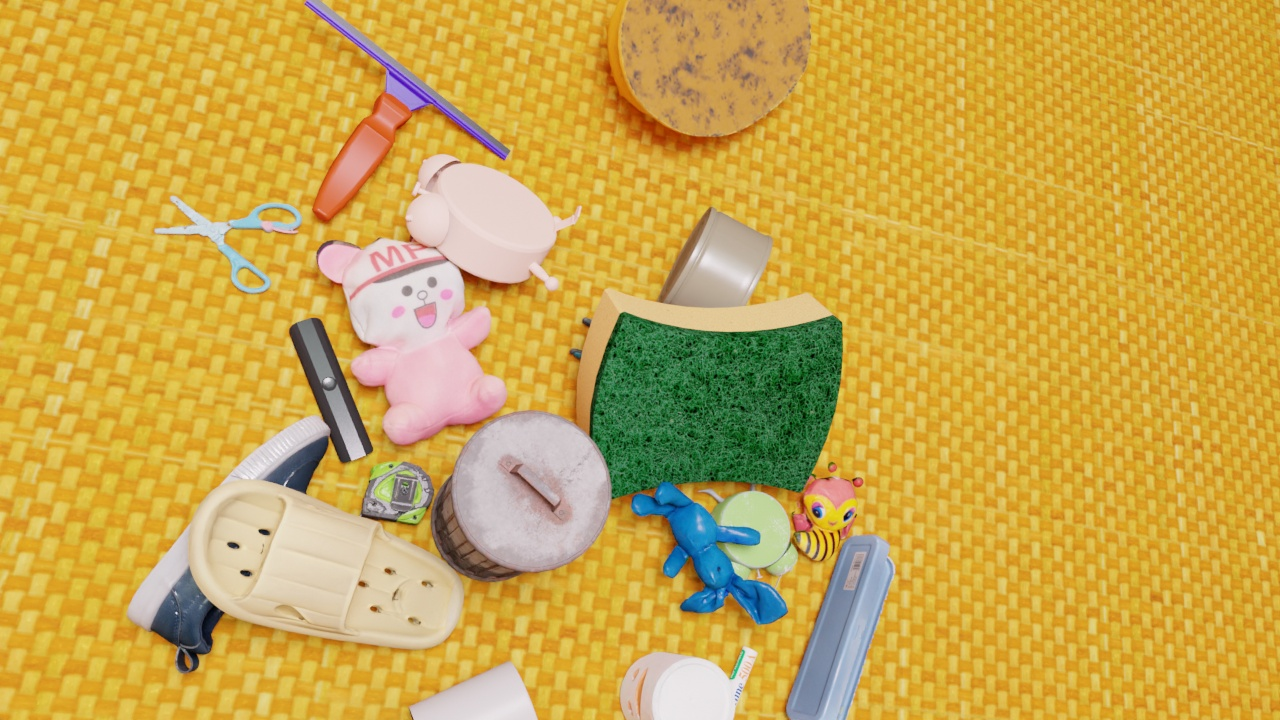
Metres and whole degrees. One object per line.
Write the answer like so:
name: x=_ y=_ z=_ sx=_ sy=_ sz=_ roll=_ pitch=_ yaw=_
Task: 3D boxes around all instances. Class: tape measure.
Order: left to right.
tape measure: x=-0.231 y=0.126 z=0.877 sx=0.065 sy=0.036 sz=0.058 roll=8 pitch=72 yaw=-14

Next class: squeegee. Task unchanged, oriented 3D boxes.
squeegee: x=-0.282 y=-0.221 z=0.948 sx=0.249 sy=0.055 sz=0.184 roll=36 pitch=67 yaw=-24

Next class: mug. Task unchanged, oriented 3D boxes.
mug: x=-0.145 y=0.343 z=0.829 sx=0.096 sy=0.079 sz=0.112 roll=-19 pitch=110 yaw=-21
mug: x=0.033 y=0.320 z=0.867 sx=0.082 sy=0.105 sz=0.082 roll=4 pitch=74 yaw=-16

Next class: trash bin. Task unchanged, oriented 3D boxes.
trash bin: x=-0.113 y=0.128 z=0.815 sx=0.130 sy=0.212 sz=0.130 roll=6 pitch=72 yaw=-18

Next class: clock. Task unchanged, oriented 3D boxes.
clock: x=-0.150 y=-0.148 z=0.926 sx=0.160 sy=0.086 sz=0.130 roll=18 pitch=37 yaw=-16
clock: x=0.114 y=0.186 z=0.963 sx=0.094 sy=0.043 sz=0.119 roll=-10 pitch=79 yaw=-18

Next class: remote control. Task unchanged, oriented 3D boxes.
remote control: x=-0.301 y=0.029 z=0.894 sx=0.033 sy=0.015 sz=0.146 roll=-21 pitch=82 yaw=-21

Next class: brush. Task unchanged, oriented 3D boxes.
brush: x=0.066 y=0.034 z=0.914 sx=0.250 sy=0.075 sz=0.195 roll=0 pitch=116 yaw=-17

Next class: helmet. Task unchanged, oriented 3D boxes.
helmet: x=0.055 y=-0.363 z=1.046 sx=0.254 sy=0.131 sz=0.205 roll=-23 pitch=114 yaw=-27

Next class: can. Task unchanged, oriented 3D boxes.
can: x=0.078 y=-0.093 z=0.982 sx=0.073 sy=0.128 sz=0.127 roll=28 pitch=69 yaw=-6

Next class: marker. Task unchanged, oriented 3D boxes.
marker: x=0.082 y=0.358 z=0.919 sx=0.017 sy=0.017 sz=0.145 roll=30 pitch=69 yaw=-7

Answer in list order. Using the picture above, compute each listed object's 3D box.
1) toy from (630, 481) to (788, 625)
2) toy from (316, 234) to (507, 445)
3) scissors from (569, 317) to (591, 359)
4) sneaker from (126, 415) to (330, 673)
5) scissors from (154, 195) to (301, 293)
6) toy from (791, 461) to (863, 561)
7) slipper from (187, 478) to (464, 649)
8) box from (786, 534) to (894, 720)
toy: x=0.056 y=0.192 z=0.903 sx=0.176 sy=0.113 sz=0.070 roll=53 pitch=26 yaw=-6
toy: x=-0.221 y=-0.030 z=0.898 sx=0.141 sy=0.084 sz=0.213 roll=-20 pitch=84 yaw=-24
scissors: x=-0.006 y=-0.003 z=0.991 sx=0.131 sy=0.019 sz=0.149 roll=-20 pitch=81 yaw=-20
sneaker: x=-0.342 y=0.157 z=0.810 sx=0.087 sy=0.089 sz=0.235 roll=36 pitch=74 yaw=-1
scissors: x=-0.406 y=-0.113 z=0.906 sx=0.138 sy=0.015 sz=0.119 roll=-6 pitch=76 yaw=-12
toy: x=0.201 y=0.166 z=0.993 sx=0.084 sy=0.046 sz=0.103 roll=31 pitch=78 yaw=-30
slipper: x=-0.251 y=0.187 z=0.783 sx=0.261 sy=0.079 sz=0.111 roll=32 pitch=68 yaw=-36
box: x=0.223 y=0.292 z=0.959 sx=0.079 sy=0.073 sz=0.209 roll=35 pitch=66 yaw=-20
